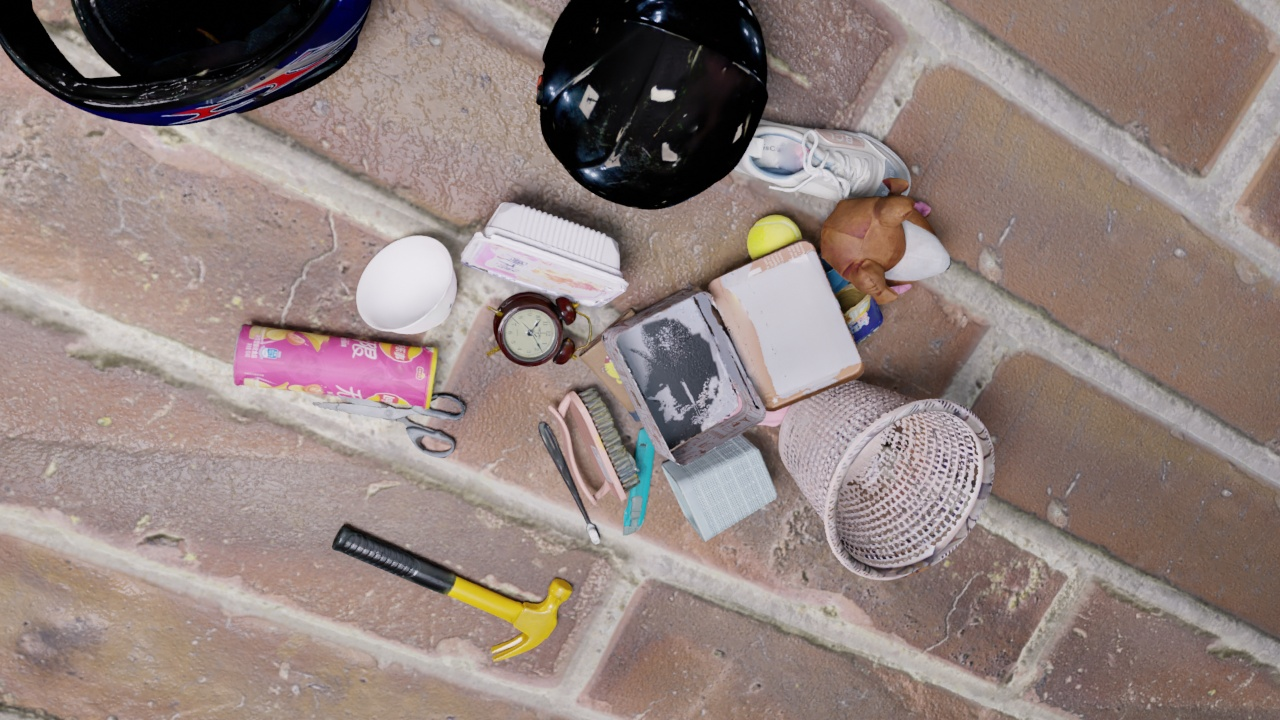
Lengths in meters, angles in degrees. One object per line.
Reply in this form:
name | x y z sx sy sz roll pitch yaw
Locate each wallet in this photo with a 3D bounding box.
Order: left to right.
wallet | -0.007 0.007 1.121 0.090 0.033 0.115 -40 106 2

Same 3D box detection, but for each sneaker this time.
sneaker | 0.218 -0.230 1.070 0.242 0.090 0.089 10 104 -15

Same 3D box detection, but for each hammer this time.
hammer | -0.240 0.281 1.148 0.300 0.033 0.129 29 96 -18

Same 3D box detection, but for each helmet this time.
helmet | -0.396 -0.339 0.822 0.315 0.240 0.247 -37 111 -11
helmet | 0.011 -0.272 0.952 0.233 0.229 0.275 19 120 -15

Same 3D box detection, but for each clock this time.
clock | -0.117 -0.035 1.071 0.122 0.055 0.082 1 105 -10

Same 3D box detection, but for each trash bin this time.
trash bin | 0.277 0.120 1.118 0.227 0.192 0.228 -7 112 -19

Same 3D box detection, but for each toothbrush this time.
toothbrush | -0.089 0.156 1.154 0.015 0.018 0.181 -24 108 -2

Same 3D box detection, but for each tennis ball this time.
tennis ball | 0.160 -0.141 1.096 0.065 0.065 0.065 -3 106 -11

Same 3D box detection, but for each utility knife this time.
utility knife | -0.001 0.156 1.173 0.029 0.013 0.151 4 105 -16

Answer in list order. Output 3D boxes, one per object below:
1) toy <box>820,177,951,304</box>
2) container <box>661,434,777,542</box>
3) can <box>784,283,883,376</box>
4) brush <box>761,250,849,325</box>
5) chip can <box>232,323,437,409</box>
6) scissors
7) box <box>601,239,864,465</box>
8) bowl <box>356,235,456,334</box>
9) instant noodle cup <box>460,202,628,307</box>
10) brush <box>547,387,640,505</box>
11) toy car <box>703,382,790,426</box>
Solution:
toy | 0.295 -0.134 1.066 0.130 0.199 0.140 26 102 25
container | 0.101 0.153 1.156 0.111 0.090 0.090 -27 109 -7
can | 0.228 -0.038 1.136 0.148 0.074 0.049 -32 113 -3
brush | 0.199 -0.086 1.116 0.144 0.073 0.055 -33 103 -2
chip can | -0.338 0.008 1.027 0.210 0.071 0.071 8 104 -14
scissors | -0.294 0.069 1.086 0.168 0.014 0.156 -23 108 -5
box | 0.111 -0.010 1.073 0.260 0.105 0.179 -29 102 -9
bowl | -0.247 -0.072 1.021 0.118 0.118 0.065 -38 149 0
instant noodle cup | -0.103 -0.119 1.020 0.173 0.138 0.060 19 78 -16
brush | -0.059 0.103 1.119 0.073 0.063 0.146 -28 109 -14
toy car | 0.136 0.055 1.163 0.122 0.037 0.056 4 106 -14
